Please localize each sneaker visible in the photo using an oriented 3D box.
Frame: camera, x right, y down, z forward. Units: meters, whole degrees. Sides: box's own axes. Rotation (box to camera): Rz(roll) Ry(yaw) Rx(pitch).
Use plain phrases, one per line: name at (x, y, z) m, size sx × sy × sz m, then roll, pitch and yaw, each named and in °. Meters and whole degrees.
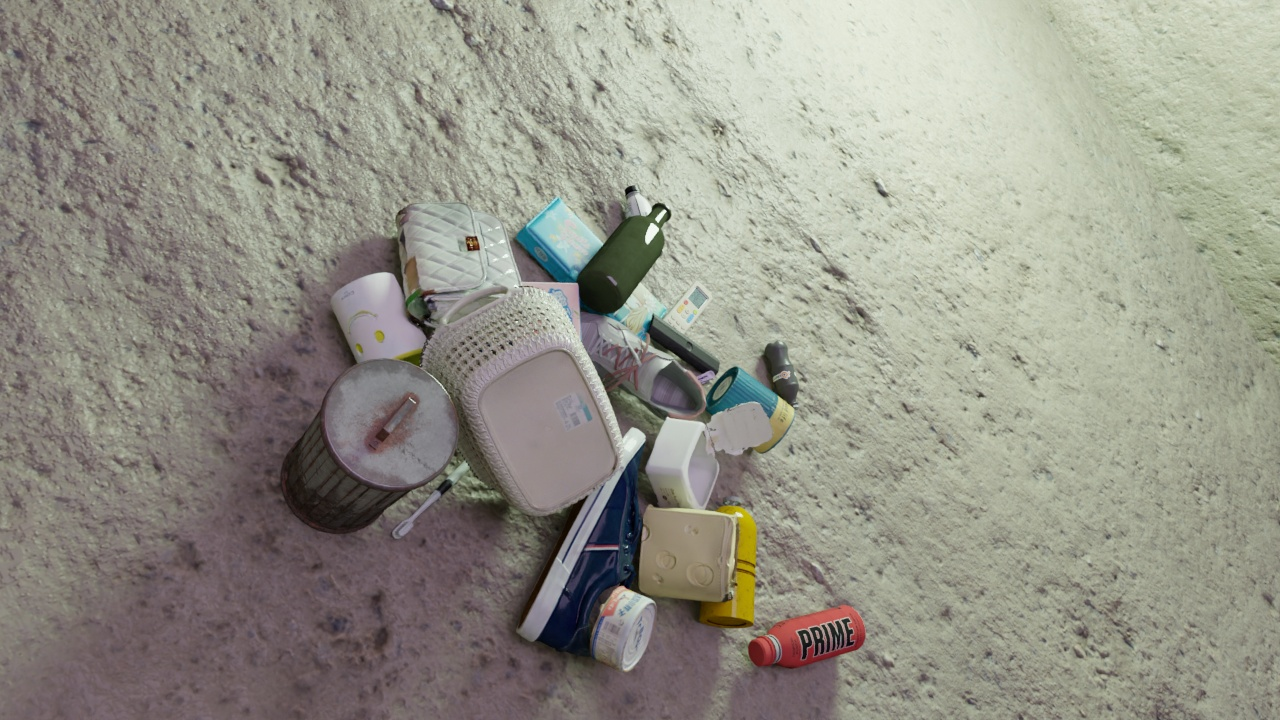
sneaker at (-0.007, 0.007, 1.209) m, size 0.236 × 0.090 × 0.099 m, roll 30°, pitch 76°, yaw -15°
sneaker at (-0.033, 0.219, 1.098) m, size 0.127 × 0.121 × 0.293 m, roll 27°, pitch 57°, yaw -5°

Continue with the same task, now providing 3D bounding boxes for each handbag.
handbag at (-0.220, -0.119, 1.107) m, size 0.138 × 0.073 × 0.194 m, roll 1°, pitch 40°, yaw -22°
handbag at (0.063, 0.238, 1.132) m, size 0.119 × 0.081 × 0.111 m, roll 3°, pitch 69°, yaw 11°

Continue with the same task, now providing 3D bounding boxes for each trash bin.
trash bin at (-0.276, 0.090, 0.924) m, size 0.130 × 0.212 × 0.130 m, roll 15°, pitch 60°, yaw -28°

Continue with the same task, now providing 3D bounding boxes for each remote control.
remote control at (0.062, -0.021, 1.313) m, size 0.146 × 0.015 × 0.033 m, roll 33°, pitch 57°, yaw -36°
remote control at (0.067, -0.072, 1.363) m, size 0.038 × 0.018 × 0.125 m, roll 46°, pitch 50°, yaw -7°

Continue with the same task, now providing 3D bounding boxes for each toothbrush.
toothbrush at (-0.220, 0.141, 1.065) m, size 0.186 × 0.017 × 0.012 m, roll -47°, pitch 113°, yaw -40°

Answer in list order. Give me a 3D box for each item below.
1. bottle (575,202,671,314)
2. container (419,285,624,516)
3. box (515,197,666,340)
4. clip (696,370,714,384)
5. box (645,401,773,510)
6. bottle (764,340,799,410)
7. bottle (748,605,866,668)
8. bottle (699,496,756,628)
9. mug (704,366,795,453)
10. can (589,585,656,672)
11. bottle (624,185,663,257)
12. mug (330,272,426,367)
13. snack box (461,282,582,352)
bottle at (-0.013, -0.151, 1.264) m, size 0.071 × 0.072 × 0.206 m, roll 42°, pitch 49°, yaw -10°
container at (-0.122, 0.052, 1.025) m, size 0.184 × 0.143 × 0.252 m, roll -30°, pitch 121°, yaw -14°
box at (-0.067, -0.120, 1.285) m, size 0.227 × 0.040 × 0.093 m, roll 45°, pitch 49°, yaw -9°
clip at (0.082, 0.030, 1.323) m, size 0.051 × 0.033 × 0.013 m, roll -21°, pitch 79°, yaw -32°
box at (0.084, 0.118, 1.207) m, size 0.188 × 0.101 × 0.111 m, roll -46°, pitch 138°, yaw -23°
bottle at (0.220, 0.024, 1.407) m, size 0.036 × 0.036 × 0.109 m, roll -2°, pitch 69°, yaw -35°
bottle at (0.219, 0.371, 1.220) m, size 0.176 × 0.062 × 0.062 m, roll -2°, pitch 69°, yaw -35°
bottle at (0.115, 0.259, 1.198) m, size 0.071 × 0.071 × 0.163 m, roll 20°, pitch 60°, yaw -25°
mug at (0.155, 0.064, 1.326) m, size 0.107 × 0.083 × 0.113 m, roll 36°, pitch 24°, yaw -11°
can at (-0.019, 0.299, 1.021) m, size 0.043 × 0.086 × 0.086 m, roll 18°, pitch 47°, yaw 22°
bottle at (0.001, -0.207, 1.369) m, size 0.041 × 0.041 × 0.116 m, roll -3°, pitch 70°, yaw -35°
mug at (-0.298, -0.036, 1.056) m, size 0.082 × 0.083 × 0.106 m, roll -21°, pitch 80°, yaw -39°
snack box at (-0.153, -0.055, 1.162) m, size 0.154 × 0.033 × 0.087 m, roll 1°, pitch 66°, yaw -10°
